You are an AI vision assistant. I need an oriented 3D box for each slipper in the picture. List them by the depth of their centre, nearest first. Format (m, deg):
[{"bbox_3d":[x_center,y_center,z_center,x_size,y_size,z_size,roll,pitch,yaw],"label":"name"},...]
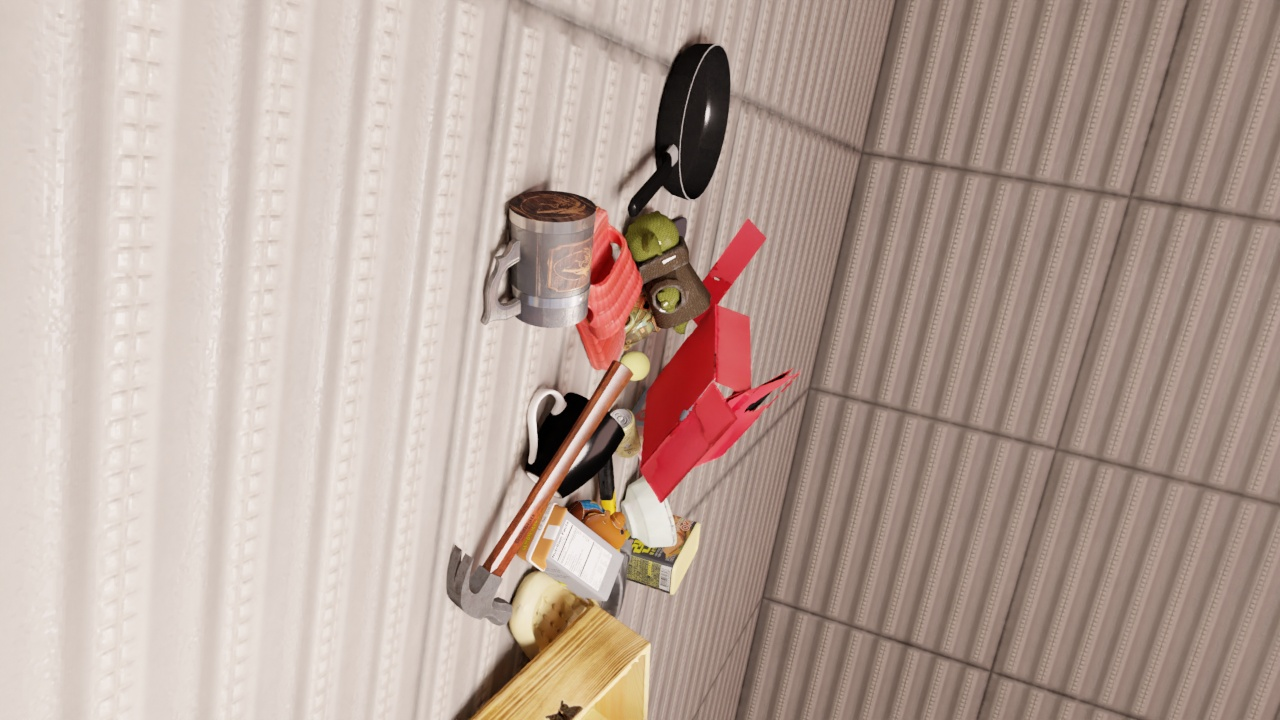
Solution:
[{"bbox_3d":[-0.034,-0.071,1.071,0.249,0.059,0.103,83,27,-52],"label":"slipper"},{"bbox_3d":[-0.097,0.341,1.172,0.111,0.079,0.262,-65,159,-21],"label":"slipper"}]

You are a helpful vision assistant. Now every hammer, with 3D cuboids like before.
[{"bbox_3d":[-0.097,0.130,0.950,0.300,0.028,0.111,-57,144,-8],"label":"hammer"},{"bbox_3d":[-0.044,0.209,1.259,0.169,0.034,0.325,-79,168,-58],"label":"hammer"}]

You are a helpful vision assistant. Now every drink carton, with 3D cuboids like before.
[{"bbox_3d":[-0.082,0.231,1.094,0.125,0.049,0.076,46,55,-38],"label":"drink carton"}]

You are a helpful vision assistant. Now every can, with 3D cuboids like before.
[{"bbox_3d":[-0.023,0.100,1.269,0.080,0.038,0.038,77,32,-55],"label":"can"},{"bbox_3d":[0.028,0.304,1.478,0.130,0.101,0.073,-51,150,-53],"label":"can"}]

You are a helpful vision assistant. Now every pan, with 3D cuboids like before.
[{"bbox_3d":[0.043,-0.274,1.167,0.354,0.044,0.204,-56,154,-46],"label":"pan"}]

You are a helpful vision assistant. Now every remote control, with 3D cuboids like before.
[{"bbox_3d":[0.042,-0.177,1.295,0.124,0.009,0.046,-32,134,-65],"label":"remote control"}]

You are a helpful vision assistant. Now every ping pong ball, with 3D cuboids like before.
[{"bbox_3d":[-0.007,0.007,1.239,0.040,0.040,0.040,15,89,-72],"label":"ping pong ball"}]

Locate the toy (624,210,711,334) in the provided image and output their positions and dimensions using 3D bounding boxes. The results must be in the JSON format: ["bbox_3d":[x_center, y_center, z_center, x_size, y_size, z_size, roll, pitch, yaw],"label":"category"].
[{"bbox_3d":[0.030,-0.109,1.143,0.179,0.078,0.153,-79,145,-67],"label":"toy"}]

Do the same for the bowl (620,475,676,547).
[{"bbox_3d":[0.007,0.233,1.392,0.117,0.061,0.117,163,-89,-79],"label":"bowl"}]

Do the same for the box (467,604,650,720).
[{"bbox_3d":[-0.051,0.510,1.048,0.278,0.264,0.270,-38,143,-39],"label":"box"}]

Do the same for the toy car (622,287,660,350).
[{"bbox_3d":[0.006,-0.063,1.214,0.047,0.047,0.111,64,44,-59],"label":"toy car"}]

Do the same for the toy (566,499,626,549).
[{"bbox_3d":[-0.067,0.230,1.171,0.090,0.071,0.103,34,81,-26],"label":"toy"}]

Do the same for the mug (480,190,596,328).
[{"bbox_3d":[-0.098,-0.090,0.854,0.115,0.080,0.107,-19,128,-35],"label":"mug"}]

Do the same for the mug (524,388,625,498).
[{"bbox_3d":[-0.088,0.089,1.017,0.100,0.085,0.119,-53,125,-19],"label":"mug"}]

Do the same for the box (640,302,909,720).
[{"bbox_3d":[0.120,0.174,1.093,0.215,0.138,0.466,-55,-138,45],"label":"box"}]

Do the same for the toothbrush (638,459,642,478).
[{"bbox_3d":[0.003,0.164,1.435,0.015,0.016,0.185,-43,144,-60],"label":"toothbrush"}]

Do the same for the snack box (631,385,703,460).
[{"bbox_3d":[0.045,0.093,1.341,0.092,0.095,0.079,-58,133,-43],"label":"snack box"}]
